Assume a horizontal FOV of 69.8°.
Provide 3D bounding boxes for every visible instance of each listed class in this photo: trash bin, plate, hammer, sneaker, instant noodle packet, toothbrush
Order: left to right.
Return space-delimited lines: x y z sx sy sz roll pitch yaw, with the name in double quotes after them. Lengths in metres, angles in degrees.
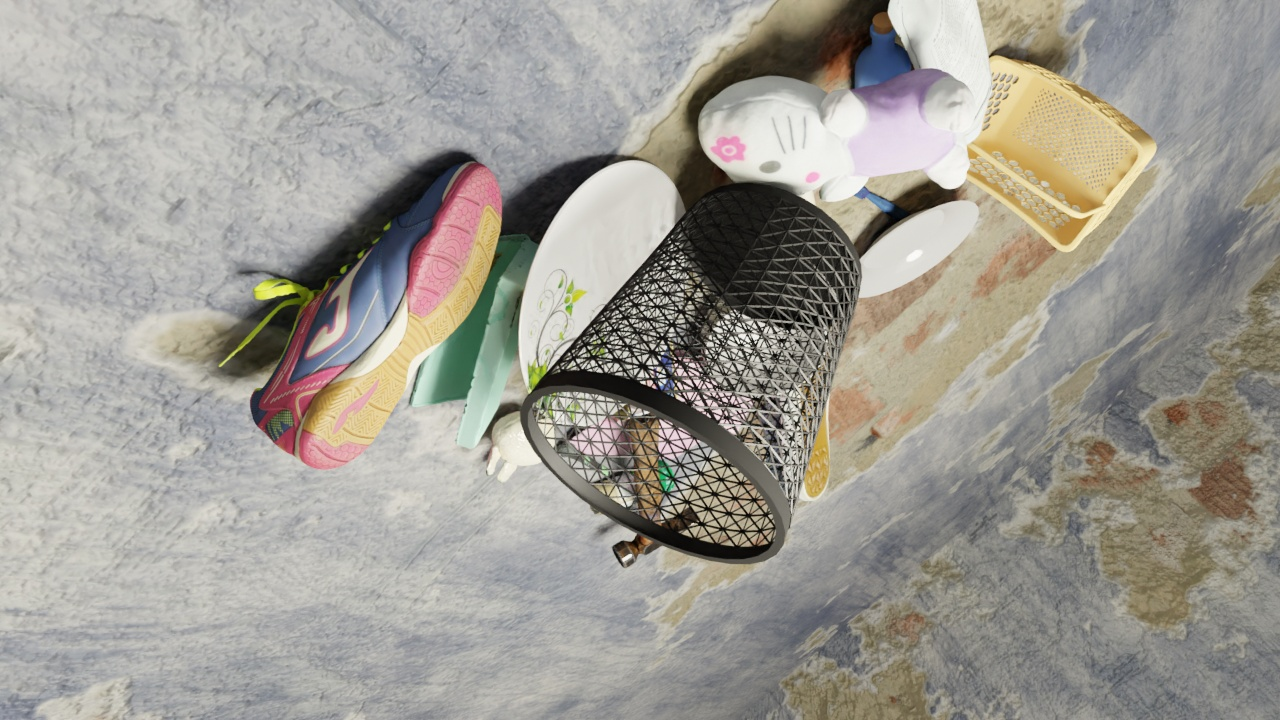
-0.191 -0.045 0.644 0.241 0.091 0.116 -57 156 -6 "sneaker"
-0.057 0.112 1.019 0.017 0.014 0.188 -10 163 12 "toothbrush"
-0.034 -0.056 0.777 0.228 0.030 0.230 -34 134 -44 "plate"
0.016 0.143 1.065 0.119 0.033 0.331 -29 150 -16 "hammer"
0.059 -0.001 0.738 0.242 0.217 0.217 -59 160 -29 "trash bin"
0.174 0.046 1.081 0.087 0.079 0.235 -9 101 -47 "sneaker"
0.274 -0.168 1.015 0.189 0.017 0.016 11 125 -52 "toothbrush"
0.314 -0.135 1.078 0.172 0.019 0.173 -22 156 -11 "plate"
0.255 -0.282 0.783 0.269 0.057 0.146 32 72 -58 "instant noodle packet"

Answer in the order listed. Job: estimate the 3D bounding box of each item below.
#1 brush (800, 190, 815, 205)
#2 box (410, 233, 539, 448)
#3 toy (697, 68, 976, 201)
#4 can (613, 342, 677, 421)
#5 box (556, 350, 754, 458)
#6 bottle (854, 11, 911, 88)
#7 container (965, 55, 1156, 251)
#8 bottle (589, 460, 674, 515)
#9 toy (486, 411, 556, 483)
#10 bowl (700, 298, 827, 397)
0.171 -0.138 0.919 0.077 0.062 0.272 -39 146 -7 "brush"
-0.142 -0.024 0.763 0.077 0.079 0.189 -66 180 -51 "box"
0.156 -0.185 0.738 0.209 0.085 0.137 -1 163 16 "toy"
-0.005 0.005 0.885 0.058 0.054 0.100 -16 106 -31 "can"
0.033 0.066 1.044 0.232 0.055 0.180 7 129 -51 "box"
0.214 -0.250 0.809 0.048 0.048 0.131 -35 150 -6 "bottle"
0.400 -0.213 0.925 0.166 0.183 0.129 -20 146 -40 "container"
-0.012 0.157 1.127 0.109 0.042 0.043 -17 144 -30 "bottle"
-0.110 0.075 0.904 0.112 0.050 0.087 -47 154 3 "toy"
0.128 -0.030 0.977 0.132 0.064 0.132 -3 127 -5 "bowl"
